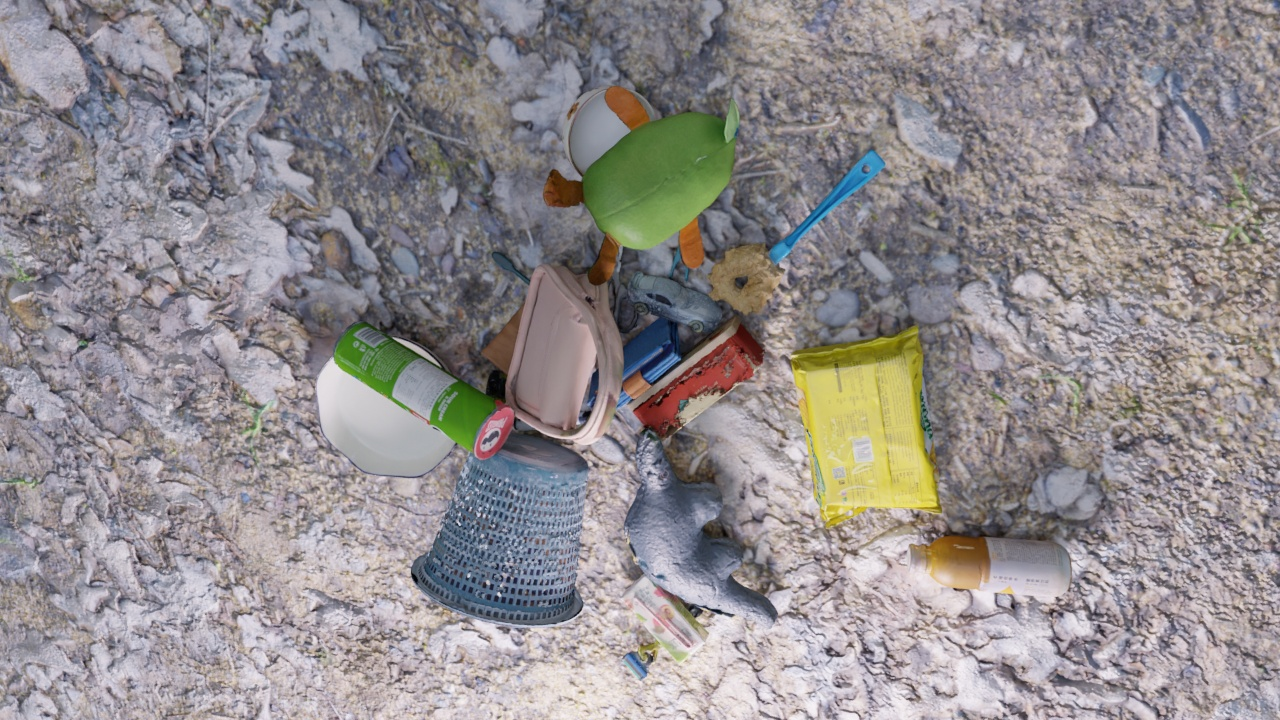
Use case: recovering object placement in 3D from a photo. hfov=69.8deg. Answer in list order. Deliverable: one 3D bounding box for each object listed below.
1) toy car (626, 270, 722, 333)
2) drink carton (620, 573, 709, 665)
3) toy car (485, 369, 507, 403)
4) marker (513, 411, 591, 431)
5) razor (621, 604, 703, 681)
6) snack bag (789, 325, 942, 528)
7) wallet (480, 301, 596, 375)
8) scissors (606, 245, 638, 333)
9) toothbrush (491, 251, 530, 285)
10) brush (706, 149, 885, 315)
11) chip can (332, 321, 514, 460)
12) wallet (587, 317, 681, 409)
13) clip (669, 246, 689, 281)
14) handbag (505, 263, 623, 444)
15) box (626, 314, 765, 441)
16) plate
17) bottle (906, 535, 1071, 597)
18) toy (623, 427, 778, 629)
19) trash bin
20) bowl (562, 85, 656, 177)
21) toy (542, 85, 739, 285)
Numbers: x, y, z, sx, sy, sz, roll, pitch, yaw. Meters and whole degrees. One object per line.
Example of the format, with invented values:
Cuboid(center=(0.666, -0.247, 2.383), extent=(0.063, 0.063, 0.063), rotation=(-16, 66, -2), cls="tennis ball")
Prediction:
Cuboid(center=(0.042, -0.072, 1.119), extent=(0.120, 0.054, 0.037), rotation=(20, 131, -1), cls="toy car")
Cuboid(center=(0.033, 0.348, 1.247), extent=(0.053, 0.045, 0.122), rotation=(-44, 83, 11), cls="drink carton")
Cuboid(center=(-0.155, 0.037, 1.202), extent=(0.090, 0.035, 0.042), rotation=(14, 109, -4), cls="toy car")
Cuboid(center=(-0.105, 0.078, 1.213), extent=(0.131, 0.018, 0.023), rotation=(-7, 150, 11), cls="marker")
Cuboid(center=(0.036, 0.387, 1.284), extent=(0.042, 0.022, 0.143), rotation=(46, 102, 6), cls="razor")
Cuboid(center=(0.277, 0.086, 1.125), extent=(0.158, 0.068, 0.246), rotation=(-9, 106, 13), cls="snack bag")
Cuboid(center=(-0.128, -0.010, 1.173), extent=(0.115, 0.020, 0.101), rotation=(41, 86, -7), cls="wallet")
Cuboid(center=(-0.041, -0.117, 1.140), extent=(0.145, 0.014, 0.172), rotation=(-29, 104, 7), cls="scissors")
Cuboid(center=(-0.112, -0.077, 1.170), extent=(0.191, 0.018, 0.016), rotation=(38, 99, -6), cls="toothbrush")
Cuboid(center=(0.184, -0.151, 1.087), extent=(0.255, 0.045, 0.083), rotation=(-43, 92, 15), cls="brush")
Cuboid(center=(-0.265, 0.033, 1.115), extent=(0.236, 0.072, 0.072), rotation=(29, 110, 20), cls="chip can")
Cuboid(center=(-0.007, 0.007, 1.130), extent=(0.133, 0.106, 0.040), rotation=(-40, 111, 18), cls="wallet")
Cuboid(center=(0.052, -0.125, 1.127), extent=(0.041, 0.014, 0.056), rotation=(14, 110, 5), cls="clip")
Cuboid(center=(-0.074, 0.005, 1.046), extent=(0.093, 0.234, 0.193), rotation=(8, 105, -23), cls="handbag")
Cuboid(center=(0.074, 0.029, 1.130), extent=(0.169, 0.091, 0.079), rotation=(-38, 95, 18), cls="box")
Cuboid(center=(-0.333, 0.059, 1.234), extent=(0.205, 0.045, 0.205), rotation=(3, 108, 8), cls="plate")
Cuboid(center=(0.433, 0.255, 1.149), extent=(0.190, 0.068, 0.068), rotation=(3, 107, 9), cls="bottle")
Cuboid(center=(0.054, 0.231, 1.184), extent=(0.138, 0.091, 0.356), rotation=(-18, 118, 22), cls="toy")
Cuboid(center=(-0.159, 0.203, 1.175), extent=(0.226, 0.226, 0.195), rotation=(16, 96, 5), cls="trash bin")
Cuboid(center=(-0.044, -0.265, 1.063), extent=(0.113, 0.062, 0.114), rotation=(-15, 125, -23), cls="bowl")
Cuboid(center=(0.012, -0.200, 1.038), extent=(0.246, 0.090, 0.227), rotation=(-33, 115, -13), cls="toy")
